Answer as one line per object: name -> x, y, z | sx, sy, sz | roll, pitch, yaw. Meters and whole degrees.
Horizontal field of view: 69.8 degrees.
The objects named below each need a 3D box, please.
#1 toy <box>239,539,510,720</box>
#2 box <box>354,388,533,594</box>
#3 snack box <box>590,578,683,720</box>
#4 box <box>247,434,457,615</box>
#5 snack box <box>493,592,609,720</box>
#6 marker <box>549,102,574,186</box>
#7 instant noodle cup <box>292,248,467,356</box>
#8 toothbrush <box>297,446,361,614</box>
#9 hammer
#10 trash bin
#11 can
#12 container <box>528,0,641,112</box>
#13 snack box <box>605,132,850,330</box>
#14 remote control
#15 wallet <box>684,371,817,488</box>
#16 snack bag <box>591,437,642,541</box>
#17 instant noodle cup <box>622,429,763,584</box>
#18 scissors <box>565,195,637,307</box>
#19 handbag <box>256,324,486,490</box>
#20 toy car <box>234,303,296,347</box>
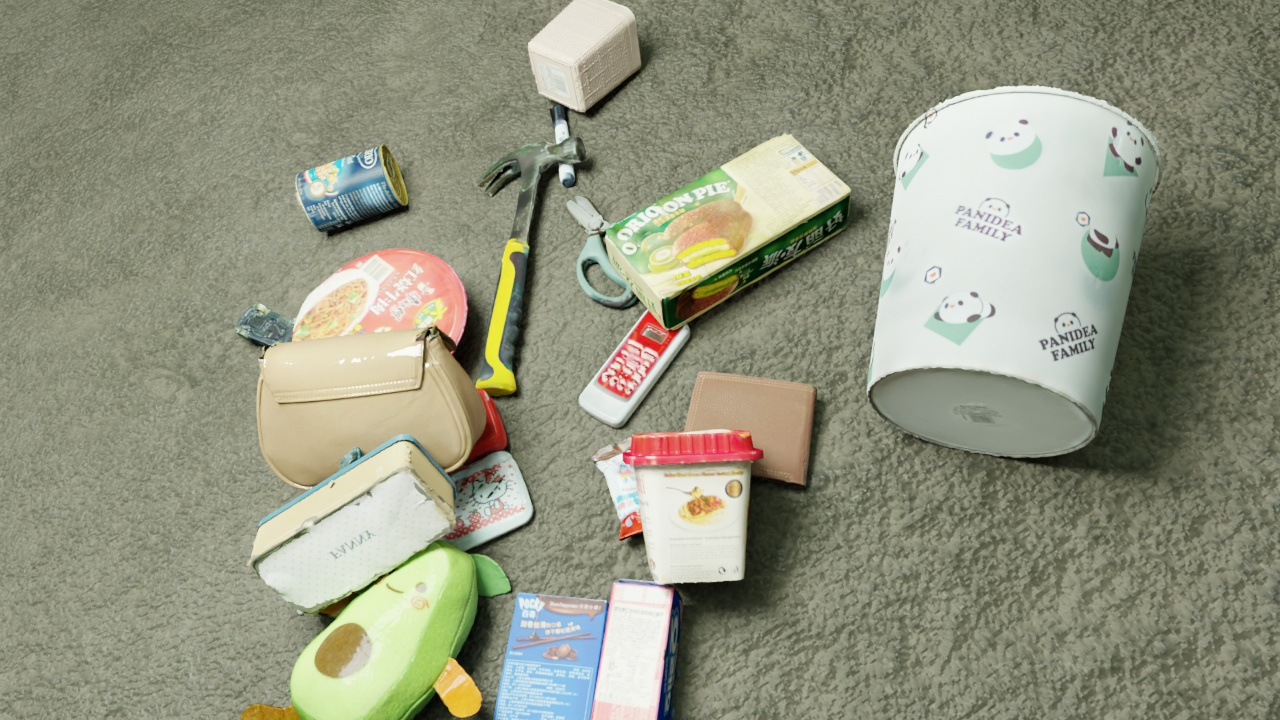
toy -> -0.227, 0.258, 0.797 | 0.227, 0.090, 0.246 | 23, 66, 27
box -> -0.220, 0.127, 0.903 | 0.201, 0.038, 0.157 | -24, 59, -4
snack box -> -0.006, 0.289, 0.754 | 0.058, 0.057, 0.207 | 1, 61, 15
box -> -0.244, 0.142, 0.804 | 0.184, 0.090, 0.059 | -31, 30, 2
snack box -> -0.078, 0.283, 0.789 | 0.084, 0.026, 0.156 | 2, 61, 12
marker -> -0.096, -0.263, 1.116 | 0.023, 0.018, 0.130 | -16, 57, 12
instant noodle cup -> -0.270, -0.026, 0.987 | 0.194, 0.066, 0.193 | -5, 61, 8
toothbrush -> -0.290, 0.161, 0.845 | 0.016, 0.018, 0.192 | 30, 110, 15
hammer -> -0.141, -0.110, 1.021 | 0.126, 0.032, 0.322 | -5, 62, 22
trash bin -> 0.314, -0.065, 0.803 | 0.230, 0.230, 0.251 | 12, 68, 18
can -> -0.346, -0.205, 1.101 | 0.111, 0.075, 0.075 | -18, 58, 2
container -> -0.071, -0.375, 1.125 | 0.090, 0.090, 0.110 | 30, 64, 25
snack box -> 0.093, -0.139, 0.965 | 0.239, 0.063, 0.114 | -31, 59, -13
remote control -> -0.006, 0.005, 0.939 | 0.056, 0.020, 0.135 | 29, 70, 24
wallet -> 0.103, 0.066, 0.877 | 0.125, 0.032, 0.101 | 7, 65, 16
snack bag -> -0.012, 0.124, 0.868 | 0.045, 0.026, 0.105 | -21, 57, 0
instant noodle cup -> 0.045, 0.124, 0.794 | 0.116, 0.116, 0.124 | -3, 88, -3
scissors -> -0.045, -0.125, 1.024 | 0.139, 0.019, 0.180 | -42, 62, -13
handbag -> -0.252, 0.042, 0.859 | 0.204, 0.148, 0.099 | -6, 22, 6
toy car -> -0.415, -0.032, 1.039 | 0.091, 0.034, 0.042 | 18, 63, 19
